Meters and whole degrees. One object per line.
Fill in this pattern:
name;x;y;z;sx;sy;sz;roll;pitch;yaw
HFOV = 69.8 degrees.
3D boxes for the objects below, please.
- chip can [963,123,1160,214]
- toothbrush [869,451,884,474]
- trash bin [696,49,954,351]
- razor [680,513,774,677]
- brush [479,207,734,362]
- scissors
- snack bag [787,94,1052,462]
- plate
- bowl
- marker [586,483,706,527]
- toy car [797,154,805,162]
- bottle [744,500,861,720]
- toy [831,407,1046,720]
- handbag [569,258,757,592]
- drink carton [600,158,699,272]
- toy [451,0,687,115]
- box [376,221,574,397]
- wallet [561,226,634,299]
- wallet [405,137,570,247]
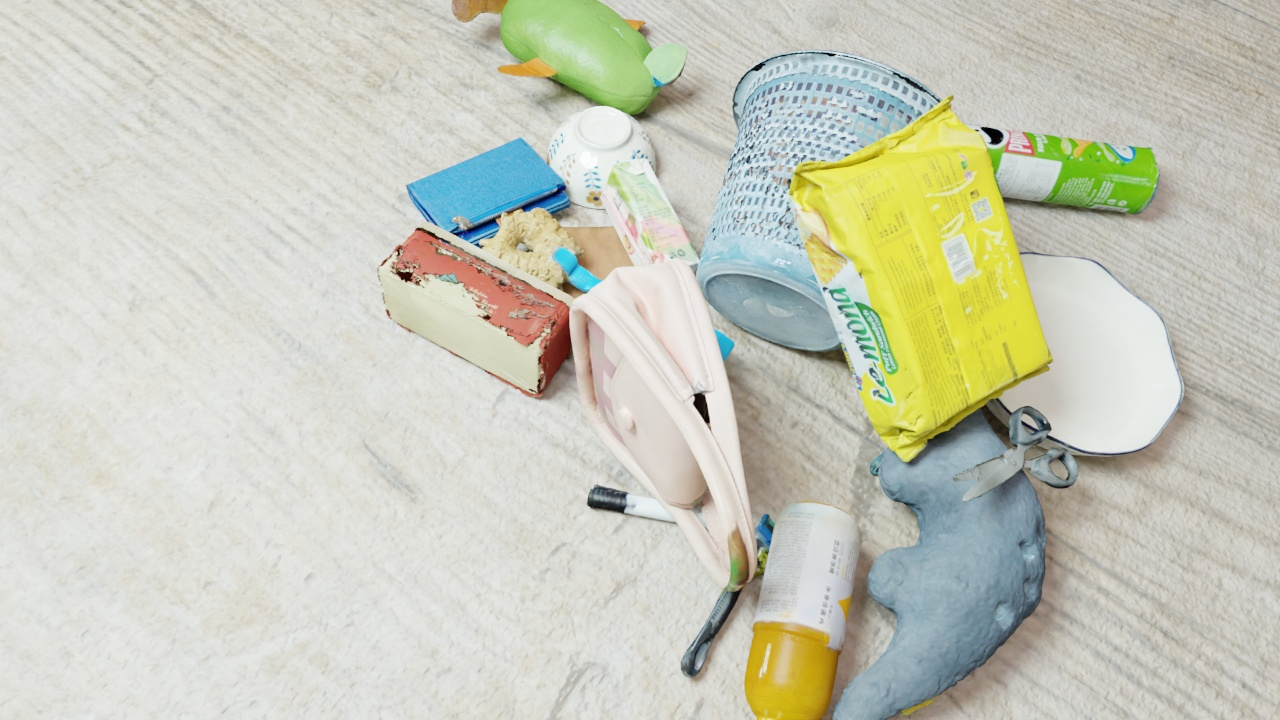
chip can;0.403;-0.199;0.946;0.236;0.072;0.072;7;60;-1
toothbrush;0.273;0.044;0.826;0.191;0.018;0.016;-35;69;-21
trash bin;0.152;-0.124;0.819;0.226;0.227;0.194;23;74;9
razor;0.072;0.189;0.726;0.042;0.022;0.142;48;62;-18
brush;-0.032;-0.065;0.827;0.255;0.046;0.083;28;64;14
scissors;0.283;0.072;0.710;0.172;0.014;0.145;24;47;-22
snack bag;0.225;-0.064;0.715;0.158;0.068;0.246;-26;102;-15
plate;0.386;-0.004;0.838;0.205;0.046;0.204;4;63;-7
bowl;-0.038;-0.215;0.927;0.113;0.062;0.113;3;61;-5
marker;0.021;0.123;0.762;0.131;0.018;0.022;9;50;1
toy car;0.217;-0.204;0.956;0.120;0.037;0.054;33;63;11
bottle;0.119;0.203;0.691;0.068;0.068;0.189;15;66;4
toy;0.250;0.141;0.729;0.138;0.091;0.355;13;61;13
handbag;0.031;0.061;0.691;0.093;0.194;0.234;-20;60;-13
drink carton;0.005;-0.124;0.862;0.045;0.054;0.122;-18;71;-24
toy;-0.074;-0.345;0.984;0.247;0.090;0.226;40;54;14
box;-0.145;-0.039;0.799;0.168;0.091;0.079;27;58;11
wallet;-0.049;-0.080;0.873;0.101;0.020;0.115;-1;63;-6
wallet;-0.149;-0.162;0.902;0.133;0.040;0.106;-29;57;-19
